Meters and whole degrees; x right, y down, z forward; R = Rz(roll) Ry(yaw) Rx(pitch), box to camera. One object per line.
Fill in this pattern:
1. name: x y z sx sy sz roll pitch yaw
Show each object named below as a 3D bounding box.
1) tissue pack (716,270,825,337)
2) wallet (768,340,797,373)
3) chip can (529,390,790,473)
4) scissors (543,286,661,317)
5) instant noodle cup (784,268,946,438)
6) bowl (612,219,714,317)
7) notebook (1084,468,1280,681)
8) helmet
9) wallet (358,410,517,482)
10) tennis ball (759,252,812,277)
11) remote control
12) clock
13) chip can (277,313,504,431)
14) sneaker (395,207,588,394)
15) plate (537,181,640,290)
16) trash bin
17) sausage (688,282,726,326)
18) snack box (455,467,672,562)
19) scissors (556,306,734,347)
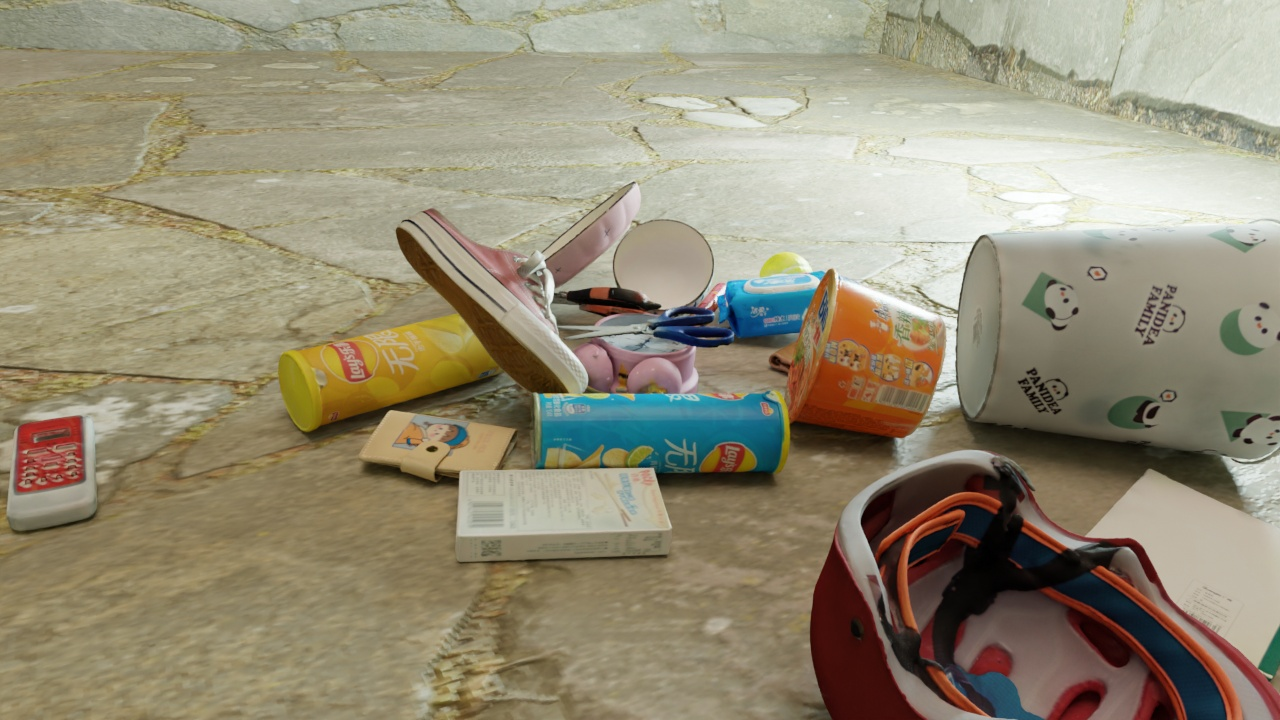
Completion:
1. tissue pack: 0.165 -0.067 1.043 0.157 0.052 0.094 -5 20 4
2. wallet: 0.210 0.005 0.977 0.115 0.020 0.101 26 34 30
3. chip can: 0.014 0.061 0.769 0.210 0.071 0.071 0 27 -10
4. scissors: -0.061 -0.063 1.000 0.224 0.015 0.189 16 -9 -14
5. instant noodle cup: 0.208 0.001 0.854 0.111 0.152 0.151 16 28 2
6. bowl: 0.027 -0.098 1.069 0.116 0.066 0.116 -1 70 1
7. notebook: 0.441 0.158 0.723 0.208 0.012 0.150 -21 37 -41
8. helmet: 0.202 0.177 0.506 0.240 0.144 0.206 36 38 23
9. wallet: -0.169 0.073 0.768 0.115 0.024 0.087 9 22 5
10. tennis ball: 0.179 -0.100 1.124 0.065 0.066 0.065 4 27 -2
11. remote control: -0.448 0.082 0.700 0.055 0.020 0.136 -9 30 -27
12. clock: -0.005 0.005 0.888 0.117 0.060 0.158 14 28 15
13. chip can: -0.216 0.002 0.844 0.212 0.072 0.072 -18 35 -39
14. sneaker: -0.119 -0.062 0.830 0.087 0.118 0.241 -37 69 -24
15. plate: -0.070 -0.136 1.080 0.192 0.039 0.192 -37 13 10
16. trash bin: 0.447 -0.025 0.870 0.252 0.230 0.229 4 27 7
17. sausage: 0.079 -0.062 1.083 0.020 0.020 0.155 14 28 17
18. snack box: -0.060 0.115 0.699 0.156 0.027 0.084 1 27 -10
19. scissors: 0.010 -0.027 0.875 0.144 0.012 0.169 24 31 34
